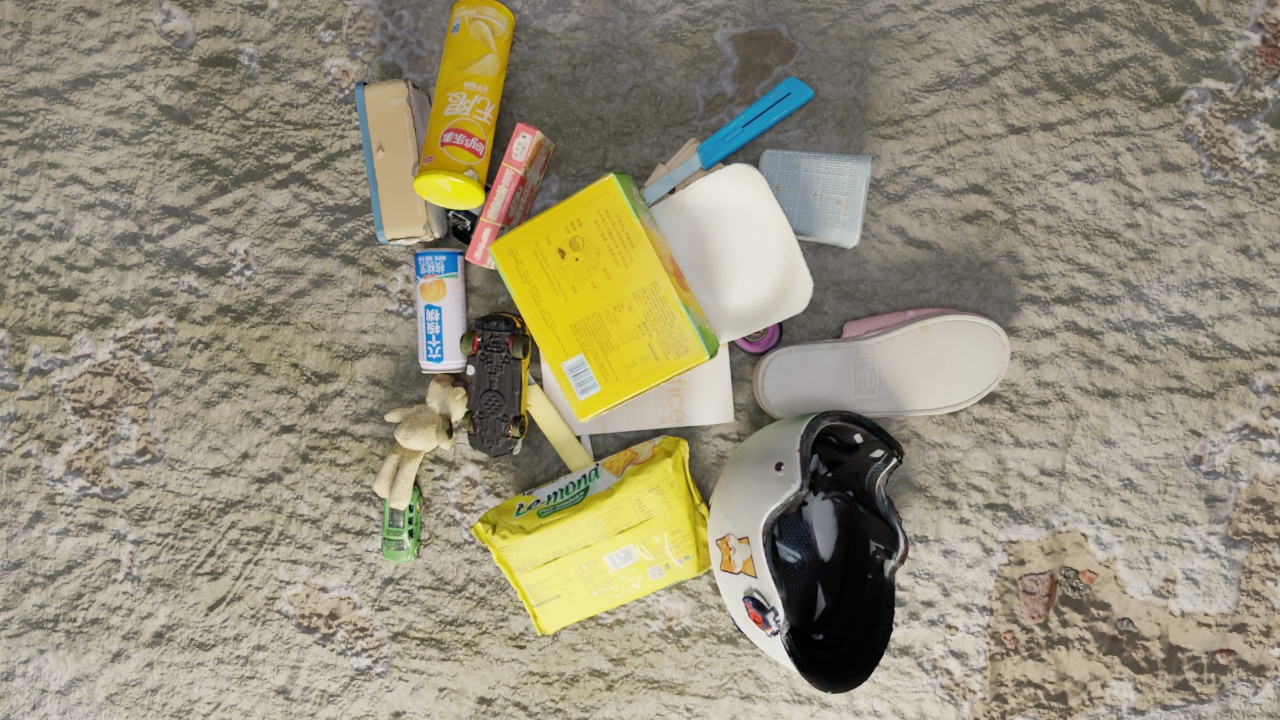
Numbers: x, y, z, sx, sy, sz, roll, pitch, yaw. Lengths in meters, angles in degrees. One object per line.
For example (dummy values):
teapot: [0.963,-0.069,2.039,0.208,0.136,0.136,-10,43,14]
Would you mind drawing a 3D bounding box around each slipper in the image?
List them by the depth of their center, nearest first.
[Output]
slipper: [0.255,0.009,0.981,0.274,0.054,0.114,-10,94,0]

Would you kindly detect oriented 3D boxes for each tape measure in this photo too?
tape measure: [-0.177,-0.161,0.987,0.033,0.066,0.066,30,80,3]
tape measure: [0.125,-0.034,0.993,0.057,0.039,0.058,-17,88,4]

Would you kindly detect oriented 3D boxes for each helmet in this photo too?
helmet: [0.155,0.183,0.938,0.157,0.229,0.274,5,103,45]

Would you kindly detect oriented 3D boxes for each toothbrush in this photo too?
toothbrush: [-0.063,0.080,1.022,0.016,0.016,0.180,-7,94,5]

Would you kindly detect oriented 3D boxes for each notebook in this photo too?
notebook: [-0.006,0.006,0.999,0.206,0.010,0.146,-5,96,4]

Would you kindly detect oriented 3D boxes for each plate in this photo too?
plate: [0.089,-0.107,0.936,0.164,0.034,0.164,-22,96,36]

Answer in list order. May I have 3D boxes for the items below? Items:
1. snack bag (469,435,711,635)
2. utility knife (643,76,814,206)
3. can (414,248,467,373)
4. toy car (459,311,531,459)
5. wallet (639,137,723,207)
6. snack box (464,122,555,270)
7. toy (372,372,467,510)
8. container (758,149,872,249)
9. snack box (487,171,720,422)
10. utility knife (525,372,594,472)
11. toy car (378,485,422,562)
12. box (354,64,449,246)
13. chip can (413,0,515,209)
snack bag: [-0.037,0.193,0.983,0.246,0.068,0.158,-23,111,3]
utility knife: [0.090,-0.231,0.977,0.218,0.018,0.034,-36,91,-4]
can: [-0.217,-0.054,1.003,0.053,0.053,0.134,-1,94,3]
toy car: [-0.152,0.026,0.971,0.071,0.041,0.156,5,100,14]
wallet: [0.044,-0.176,0.996,0.087,0.024,0.115,44,96,1]
snack box: [-0.138,-0.171,0.979,0.025,0.075,0.153,23,95,7]
toy: [-0.238,0.087,1.001,0.105,0.066,0.157,20,79,42]
container: [0.175,-0.171,0.958,0.111,0.090,0.090,9,94,5]
snack box: [-0.036,-0.064,0.939,0.158,0.070,0.210,-27,91,17]
utility knife: [-0.098,0.063,0.995,0.031,0.022,0.216,-34,100,3]
toy car: [-0.271,0.184,1.033,0.043,0.036,0.091,3,98,2]
box: [-0.253,-0.215,0.978,0.062,0.089,0.184,-9,91,4]
chip can: [-0.180,-0.266,0.945,0.072,0.072,0.213,6,74,3]
